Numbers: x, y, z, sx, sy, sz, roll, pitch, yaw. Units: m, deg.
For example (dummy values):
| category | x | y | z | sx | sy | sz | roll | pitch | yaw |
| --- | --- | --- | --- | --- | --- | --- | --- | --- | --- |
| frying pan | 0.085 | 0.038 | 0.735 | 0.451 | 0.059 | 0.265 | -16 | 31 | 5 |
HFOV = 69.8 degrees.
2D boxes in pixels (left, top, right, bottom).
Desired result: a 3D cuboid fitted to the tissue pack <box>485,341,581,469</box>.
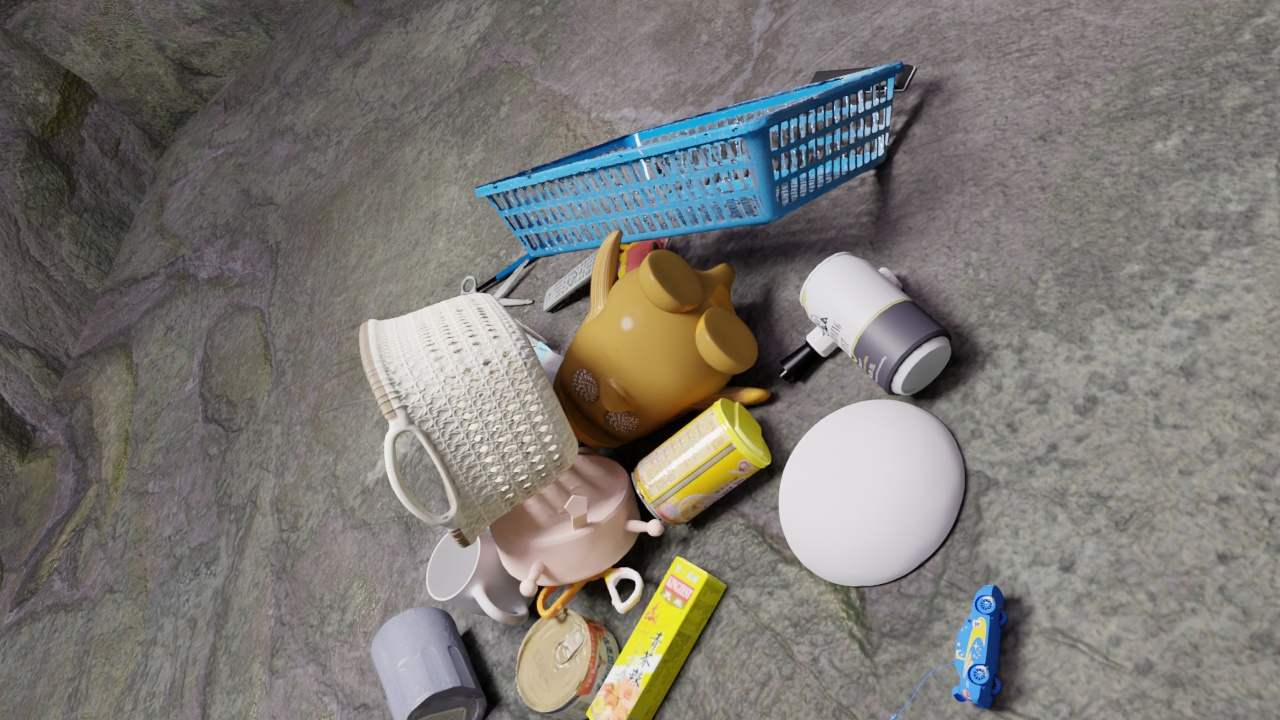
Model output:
| category | x | y | z | sx | sy | sz | roll | pitch | yaw |
| --- | --- | --- | --- | --- | --- | --- | --- | --- | --- |
| tissue pack | -0.113 | 0.065 | 0.956 | 0.112 | 0.070 | 0.181 | 13 | 71 | 47 |

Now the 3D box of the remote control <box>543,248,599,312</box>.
| category | x | y | z | sx | sy | sz | roll | pitch | yaw |
| --- | --- | --- | --- | --- | --- | --- | --- | --- | --- |
| remote control | -0.072 | -0.094 | 1.050 | 0.137 | 0.013 | 0.033 | -33 | 41 | 47 |

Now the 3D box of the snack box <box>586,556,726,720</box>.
| category | x | y | z | sx | sy | sz | roll | pitch | yaw |
| --- | --- | --- | --- | --- | --- | --- | --- | --- | --- |
| snack box | 0.013 | 0.233 | 0.736 | 0.040 | 0.029 | 0.148 | 22 | 78 | 50 |

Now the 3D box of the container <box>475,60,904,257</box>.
| category | x | y | z | sx | sy | sz | roll | pitch | yaw |
| --- | --- | --- | --- | --- | --- | --- | --- | --- | --- |
| container | 0.047 | -0.183 | 0.887 | 0.363 | 0.089 | 0.256 | -1 | 22 | 45 |

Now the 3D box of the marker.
| category | x | y | z | sx | sy | sz | roll | pitch | yaw |
| --- | --- | --- | --- | --- | --- | --- | --- | --- | --- |
| marker | 0.167 | -0.028 | 0.781 | 0.126 | 0.025 | 0.025 | -44 | 40 | 12 |

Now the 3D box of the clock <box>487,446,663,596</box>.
| category | x | y | z | sx | sy | sz | roll | pitch | yaw |
| --- | --- | --- | --- | --- | --- | --- | --- | --- | --- |
| clock | -0.071 | 0.130 | 0.817 | 0.131 | 0.086 | 0.160 | -22 | 20 | -16 |

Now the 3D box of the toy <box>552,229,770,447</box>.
| category | x | y | z | sx | sy | sz | roll | pitch | yaw |
| --- | --- | --- | --- | --- | --- | --- | --- | --- | --- |
| toy | -0.005 | 0.005 | 0.835 | 0.204 | 0.198 | 0.162 | -43 | 1 | 34 |

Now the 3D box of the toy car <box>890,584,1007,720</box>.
| category | x | y | z | sx | sy | sz | roll | pitch | yaw |
| --- | --- | --- | --- | --- | --- | --- | --- | --- | --- |
| toy car | 0.195 | 0.187 | 0.582 | 0.062 | 0.033 | 0.091 | -3 | 60 | 36 |

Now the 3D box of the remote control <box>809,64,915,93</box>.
| category | x | y | z | sx | sy | sz | roll | pitch | yaw |
| --- | --- | --- | --- | --- | --- | --- | --- | --- | --- |
| remote control | 0.219 | -0.285 | 0.931 | 0.124 | 0.011 | 0.028 | 16 | 74 | 49 |

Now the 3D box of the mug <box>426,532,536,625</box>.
| category | x | y | z | sx | sy | sz | roll | pitch | yaw |
| --- | --- | --- | --- | --- | --- | --- | --- | --- | --- |
| mug | -0.135 | 0.212 | 0.851 | 0.071 | 0.089 | 0.107 | -52 | 39 | 1 |

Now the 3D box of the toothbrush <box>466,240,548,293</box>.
| category | x | y | z | sx | sy | sz | roll | pitch | yaw |
| --- | --- | --- | --- | --- | --- | --- | --- | --- | --- |
| toothbrush | -0.172 | -0.116 | 1.195 | 0.168 | 0.014 | 0.014 | -28 | 46 | 27 |

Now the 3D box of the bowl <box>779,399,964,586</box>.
| category | x | y | z | sx | sy | sz | roll | pitch | yaw |
| --- | --- | --- | --- | --- | --- | --- | --- | --- | --- |
| bowl | 0.161 | 0.089 | 0.685 | 0.150 | 0.043 | 0.149 | -26 | 46 | 30 |

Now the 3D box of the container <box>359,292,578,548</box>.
| category | x | y | z | sx | sy | sz | roll | pitch | yaw |
| --- | --- | --- | --- | --- | --- | --- | --- | --- | --- |
| container | -0.155 | 0.038 | 0.803 | 0.142 | 0.185 | 0.246 | -26 | 21 | -10 |

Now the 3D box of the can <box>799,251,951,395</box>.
| category | x | y | z | sx | sy | sz | roll | pitch | yaw |
| --- | --- | --- | --- | --- | --- | --- | --- | --- | --- |
| can | 0.179 | -0.033 | 0.718 | 0.064 | 0.064 | 0.127 | -46 | 56 | 9 |

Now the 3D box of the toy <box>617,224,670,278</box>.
| category | x | y | z | sx | sy | sz | roll | pitch | yaw |
| --- | --- | --- | --- | --- | --- | --- | --- | --- | --- |
| toy | -0.003 | -0.109 | 0.996 | 0.084 | 0.046 | 0.103 | -69 | 26 | 15 |

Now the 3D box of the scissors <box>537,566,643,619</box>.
| category | x | y | z | sx | sy | sz | roll | pitch | yaw |
| --- | --- | --- | --- | --- | --- | --- | --- | --- | --- |
| scissors | -0.033 | 0.183 | 0.796 | 0.128 | 0.011 | 0.125 | 12 | 44 | 45 |

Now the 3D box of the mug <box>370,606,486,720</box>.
| category | x | y | z | sx | sy | sz | roll | pitch | yaw |
| --- | --- | --- | --- | --- | --- | --- | --- | --- | --- |
| mug | -0.204 | 0.314 | 0.864 | 0.104 | 0.083 | 0.124 | 45 | 120 | 49 |

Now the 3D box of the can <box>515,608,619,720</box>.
| category | x | y | z | sx | sy | sz | roll | pitch | yaw |
| --- | --- | --- | --- | --- | --- | --- | --- | --- | --- |
| can | -0.062 | 0.259 | 0.780 | 0.086 | 0.043 | 0.086 | -25 | 47 | 30 |

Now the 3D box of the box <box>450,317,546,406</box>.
| category | x | y | z | sx | sy | sz | roll | pitch | yaw |
| --- | --- | --- | --- | --- | --- | --- | --- | --- | --- |
| box | -0.175 | -0.008 | 1.047 | 0.137 | 0.108 | 0.126 | 13 | 69 | 45 |

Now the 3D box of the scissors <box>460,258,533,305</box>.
| category | x | y | z | sx | sy | sz | roll | pitch | yaw |
| --- | --- | --- | --- | --- | --- | --- | --- | --- | --- |
| scissors | -0.199 | -0.063 | 1.178 | 0.142 | 0.014 | 0.173 | 30 | 90 | 42 |

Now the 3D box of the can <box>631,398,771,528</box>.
| category | x | y | z | sx | sy | sz | roll | pitch | yaw |
| --- | --- | --- | --- | --- | --- | --- | --- | --- | --- |
| can | 0.052 | 0.087 | 0.776 | 0.105 | 0.067 | 0.067 | -39 | 41 | 18 |
